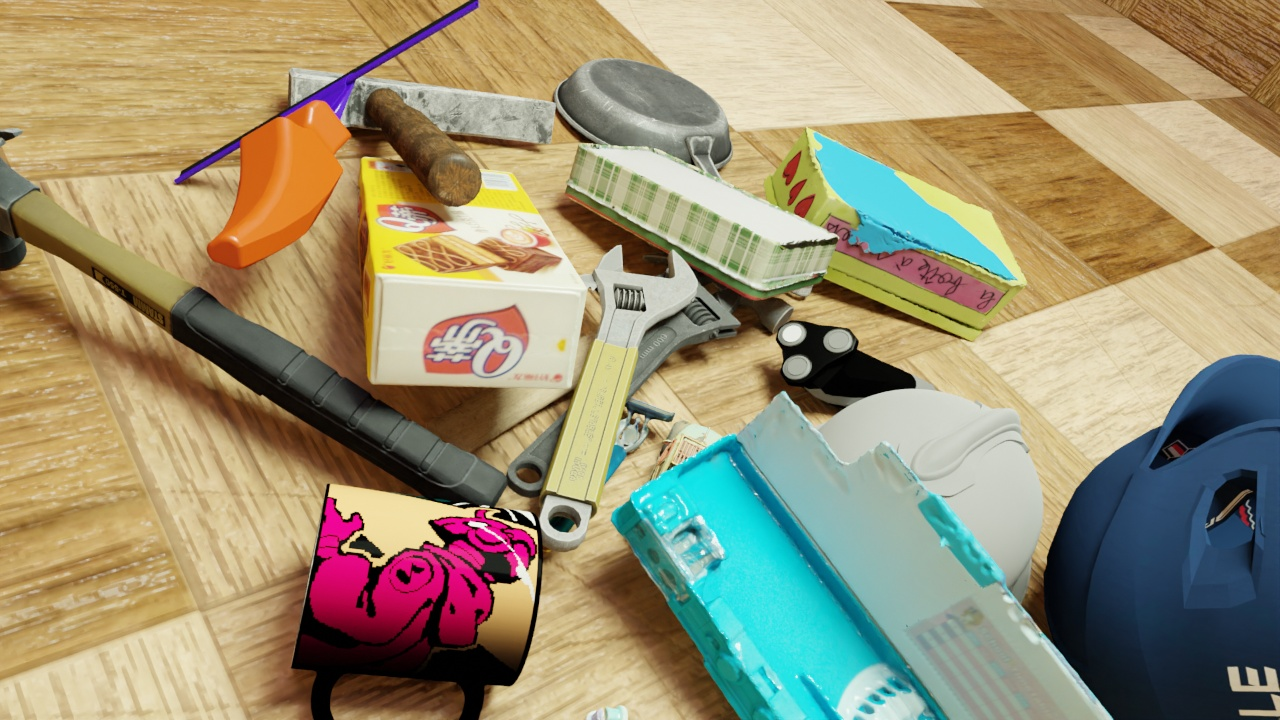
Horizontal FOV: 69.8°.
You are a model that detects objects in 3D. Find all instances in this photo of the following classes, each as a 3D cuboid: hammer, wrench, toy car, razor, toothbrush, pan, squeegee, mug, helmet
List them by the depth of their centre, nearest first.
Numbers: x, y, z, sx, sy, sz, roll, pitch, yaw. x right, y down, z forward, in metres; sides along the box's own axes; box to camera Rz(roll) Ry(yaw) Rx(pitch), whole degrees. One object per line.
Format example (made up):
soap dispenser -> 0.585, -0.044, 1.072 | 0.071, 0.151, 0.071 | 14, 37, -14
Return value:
toothbrush -> -0.009, 0.225, 0.399 | 0.022, 0.015, 0.154 | -14, 44, 6
mug -> -0.105, 0.122, 0.422 | 0.098, 0.082, 0.117 | 11, 69, -17
hammer -> -0.218, -0.011, 0.487 | 0.333, 0.118, 0.025 | 32, 51, -1
squeegee -> -0.203, -0.109, 0.530 | 0.055, 0.250, 0.184 | 56, 22, -32
helmet -> 0.360, 0.127, 0.535 | 0.232, 0.224, 0.271 | 38, 69, -7
razor -> -0.024, 0.068, 0.559 | 0.042, 0.022, 0.143 | 20, 38, 15
toy car -> 0.031, 0.070, 0.566 | 0.047, 0.047, 0.111 | 26, 41, 2
wrench -> -0.017, 0.009, 0.576 | 0.083, 0.018, 0.272 | 16, 43, -2
helmet -> 0.179, 0.080, 0.580 | 0.270, 0.118, 0.183 | -19, 57, -39
wrench -> -0.003, 0.004, 0.612 | 0.073, 0.018, 0.272 | 31, 43, 13
hammer -> -0.124, -0.157, 0.649 | 0.217, 0.037, 0.300 | 0, 23, -25
hammer -> -0.018, -0.011, 0.655 | 0.119, 0.031, 0.330 | 40, 44, 17
razor -> 0.172, 0.015, 0.702 | 0.156, 0.060, 0.057 | 25, 47, -33
pan -> 0.053, -0.189, 0.872 | 0.186, 0.055, 0.357 | -12, 48, -38

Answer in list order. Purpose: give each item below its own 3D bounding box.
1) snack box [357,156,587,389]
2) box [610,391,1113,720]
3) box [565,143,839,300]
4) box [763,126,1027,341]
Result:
snack box -> -0.115, -0.062, 0.561 | 0.110, 0.062, 0.230 | 2, 25, -20
box -> 0.104, 0.126, 0.450 | 0.097, 0.122, 0.226 | -25, 73, -41
box -> 0.047, -0.116, 0.736 | 0.205, 0.049, 0.117 | 32, 26, 27
box -> 0.226, -0.114, 0.833 | 0.220, 0.081, 0.124 | 17, 41, -20
